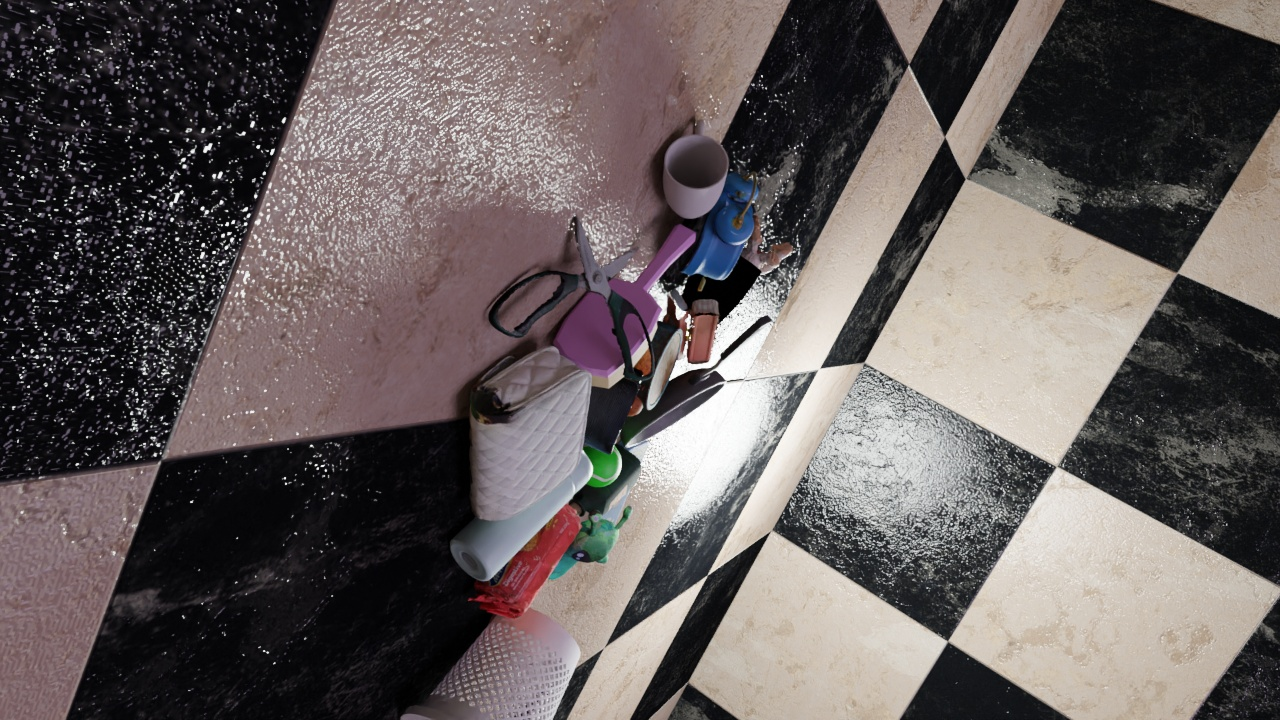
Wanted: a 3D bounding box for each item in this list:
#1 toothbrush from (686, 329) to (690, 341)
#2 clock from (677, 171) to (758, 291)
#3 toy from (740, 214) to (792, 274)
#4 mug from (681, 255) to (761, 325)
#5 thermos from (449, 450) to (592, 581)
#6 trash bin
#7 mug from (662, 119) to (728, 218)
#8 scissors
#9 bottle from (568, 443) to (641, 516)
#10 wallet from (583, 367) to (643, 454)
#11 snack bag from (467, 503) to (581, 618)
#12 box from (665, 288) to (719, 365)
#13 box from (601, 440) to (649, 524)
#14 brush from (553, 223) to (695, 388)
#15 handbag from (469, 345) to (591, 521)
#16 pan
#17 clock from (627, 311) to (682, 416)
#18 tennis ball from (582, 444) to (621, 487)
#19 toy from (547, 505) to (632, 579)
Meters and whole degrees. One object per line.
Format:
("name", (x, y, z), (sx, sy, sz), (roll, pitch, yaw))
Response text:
("toothbrush", (0.077, -0.036, 1.410), (0.021, 0.016, 0.135), (-62, 162, 1))
("clock", (0.099, -0.166, 1.129), (0.162, 0.060, 0.116), (124, -16, -51))
("toy", (0.165, -0.149, 1.374), (0.106, 0.085, 0.074), (-47, -162, 27))
("mug", (0.104, -0.101, 1.268), (0.104, 0.084, 0.112), (-57, -178, 13))
("thermos", (-0.140, 0.178, 1.126), (0.206, 0.065, 0.078), (-43, 154, -38))
("trash bin", (-0.188, 0.457, 1.260), (0.199, 0.195, 0.196), (-55, 162, -39))
("mug", (0.062, -0.220, 1.059), (0.089, 0.071, 0.107), (96, 2, -70))
("scissors", (-0.060, -0.044, 0.950), (0.201, 0.015, 0.202), (-33, 113, -33))
("bottle", (-0.060, 0.183, 1.323), (0.131, 0.061, 0.061), (-40, 155, -42))
("wallet", (-0.056, 0.050, 1.103), (0.026, 0.089, 0.115), (-63, 175, -68))
("snack bag", (-0.145, 0.257, 1.200), (0.176, 0.082, 0.082), (-56, 160, -11))
("box", (0.066, -0.041, 1.261), (0.187, 0.085, 0.048), (94, 6, -68))
("box", (-0.039, 0.209, 1.450), (0.065, 0.037, 0.210), (-23, 139, -55))
("brush", (-0.008, -0.068, 1.061), (0.228, 0.089, 0.043), (-52, 163, -24))
("handbag", (-0.130, 0.080, 1.006), (0.138, 0.072, 0.195), (-32, 148, -35))
("pan", (0.078, 0.024, 1.276), (0.178, 0.041, 0.358), (-25, 167, -35))
("clock", (-0.007, 0.007, 1.178), (0.157, 0.073, 0.121), (-51, 159, -56))
("tennis ball", (-0.059, 0.142, 1.264), (0.065, 0.065, 0.065), (-48, 157, -28))
("toy", (-0.093, 0.263, 1.297), (0.130, 0.072, 0.194), (2, 146, -48))
